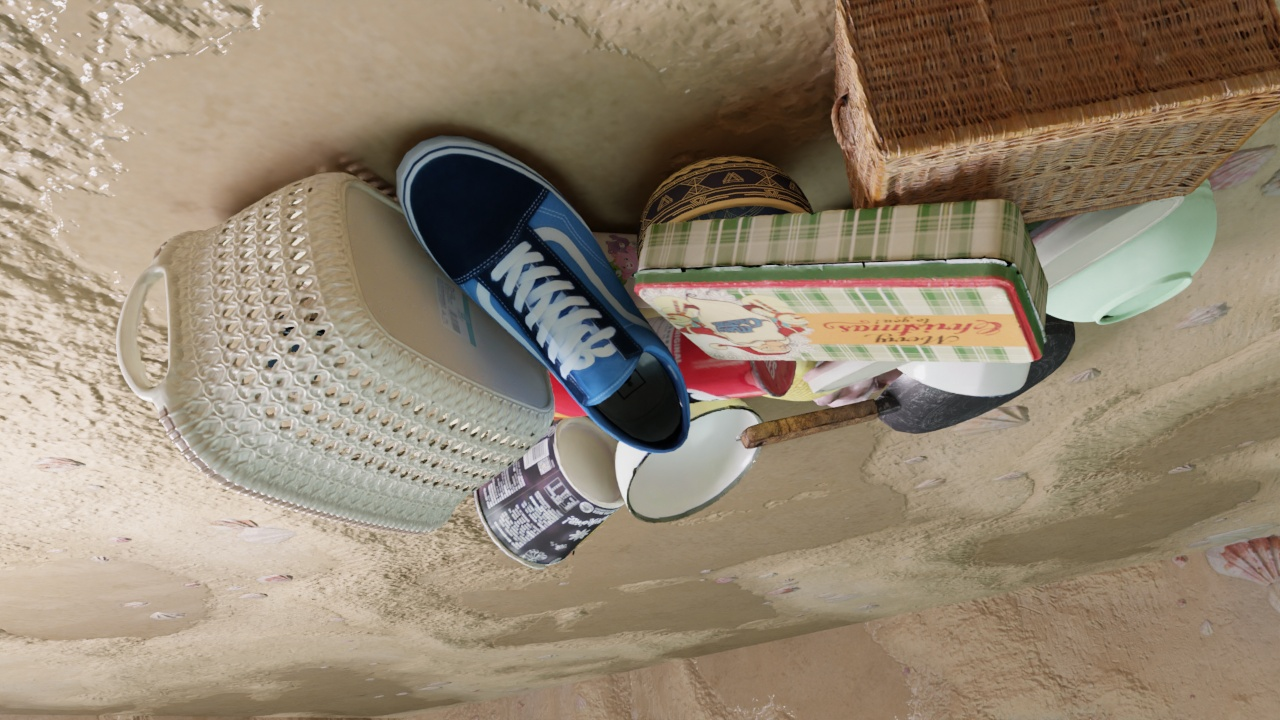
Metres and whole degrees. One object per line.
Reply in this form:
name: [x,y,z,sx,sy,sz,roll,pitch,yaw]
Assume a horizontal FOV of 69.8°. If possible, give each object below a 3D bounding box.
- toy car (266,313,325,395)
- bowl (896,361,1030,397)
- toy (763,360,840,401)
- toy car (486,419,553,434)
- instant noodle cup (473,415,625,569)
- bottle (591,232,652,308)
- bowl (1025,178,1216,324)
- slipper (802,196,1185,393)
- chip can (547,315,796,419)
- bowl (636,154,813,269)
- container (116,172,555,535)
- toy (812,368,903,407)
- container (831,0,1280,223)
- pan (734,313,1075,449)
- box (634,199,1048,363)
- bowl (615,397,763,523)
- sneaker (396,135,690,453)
toy car: [-0.262,-0.006,0.695,0.046,0.034,0.112,7,152,-29]
bowl: [0.257,-0.027,0.731,0.116,0.116,0.066,-2,119,-14]
toy: [0.113,0.000,0.762,0.155,0.064,0.170,2,177,17]
toy car: [-0.118,0.046,0.845,0.091,0.036,0.042,-5,154,-6]
instant noodle cup: [-0.081,0.126,0.925,0.113,0.137,0.137,-37,144,31]
bottle: [-0.032,-0.062,0.630,0.146,0.051,0.051,0,153,-18]
bowl: [0.344,-0.075,0.661,0.151,0.077,0.151,-17,160,-6]
slipper: [0.219,-0.054,0.617,0.275,0.054,0.114,-34,162,37]
chip can: [-0.004,0.004,0.693,0.234,0.073,0.073,-9,158,33]
bowl: [0.051,-0.092,0.581,0.112,0.061,0.113,-7,155,-3]
container: [-0.169,-0.002,0.577,0.143,0.184,0.246,-29,150,18]
toy: [0.206,0.017,0.877,0.109,0.047,0.064,-3,159,-31]
container: [0.197,-0.139,0.468,0.198,0.113,0.113,-9,160,5]
pan: [0.253,0.037,0.858,0.356,0.040,0.208,-16,156,-17]
box: [0.107,-0.038,0.503,0.206,0.049,0.117,1,163,31]
bowl: [0.039,0.081,0.893,0.153,0.073,0.154,-21,139,-19]
sneaker: [-0.042,-0.033,0.546,0.083,0.098,0.241,-42,119,-1]
